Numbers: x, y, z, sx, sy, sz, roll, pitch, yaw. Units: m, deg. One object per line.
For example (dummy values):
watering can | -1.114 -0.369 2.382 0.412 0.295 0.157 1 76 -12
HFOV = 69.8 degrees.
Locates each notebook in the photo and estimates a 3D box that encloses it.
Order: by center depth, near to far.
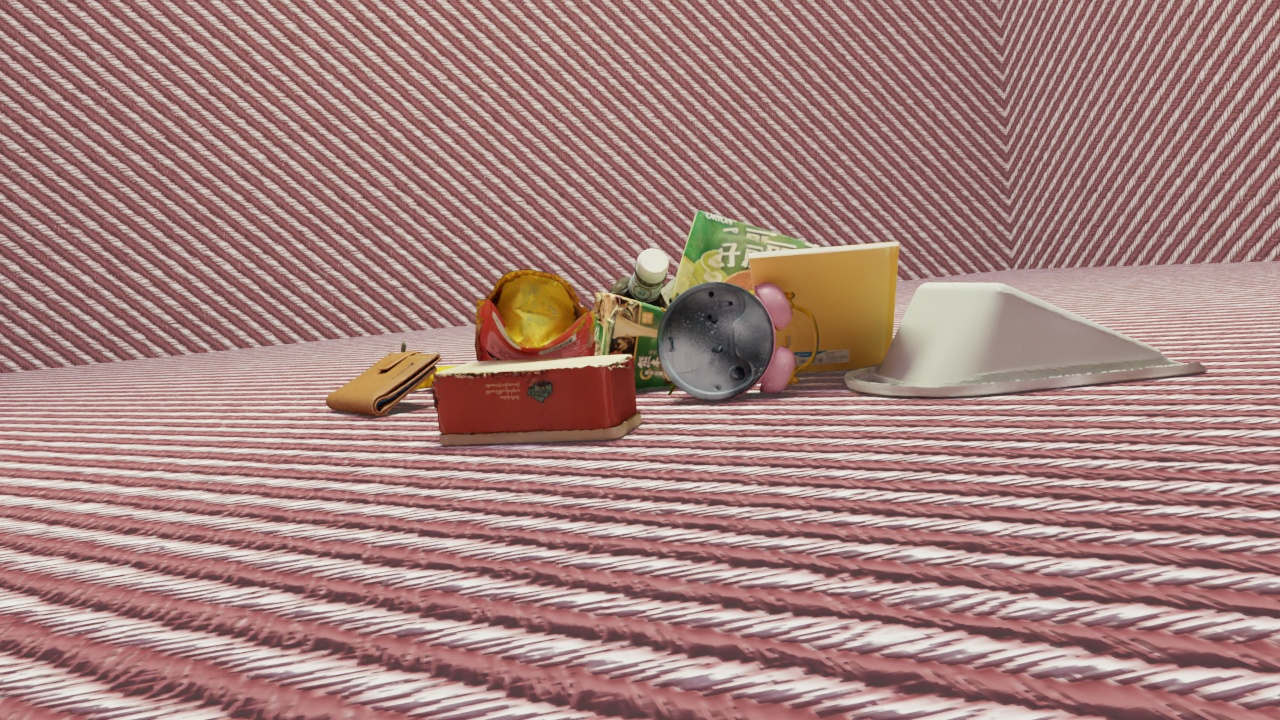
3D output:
notebook | 0.194 -0.048 0.969 0.146 0.010 0.206 -4 -35 11

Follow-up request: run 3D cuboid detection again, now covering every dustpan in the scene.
dustpan | 0.344 0.012 0.899 0.257 0.142 0.223 24 2 -9

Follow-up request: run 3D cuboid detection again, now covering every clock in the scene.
clock | 0.098 -0.019 0.917 0.159 0.117 0.059 -5 -6 16

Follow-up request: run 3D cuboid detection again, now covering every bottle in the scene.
bottle | -0.002 -0.072 1.134 0.080 0.043 0.195 33 -28 5

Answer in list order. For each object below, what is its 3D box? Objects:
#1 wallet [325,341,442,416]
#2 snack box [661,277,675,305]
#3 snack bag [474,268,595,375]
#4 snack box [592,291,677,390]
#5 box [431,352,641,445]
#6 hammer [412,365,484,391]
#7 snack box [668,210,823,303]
wallet | -0.297 0.023 1.084 0.131 0.035 0.118 0 38 50
snack box | 0.085 -0.088 1.308 0.178 0.046 0.182 -35 -14 5
snack bag | -0.104 -0.015 0.912 0.128 0.073 0.208 4 -19 -5
snack box | -0.001 -0.014 1.048 0.105 0.117 0.118 6 5 -13
box | -0.090 0.025 0.804 0.168 0.080 0.091 -3 6 16
hammer | -0.231 0.031 1.112 0.128 0.033 0.301 -8 6 -19
snack box | 0.162 -0.085 1.080 0.240 0.114 0.063 18 -5 4
